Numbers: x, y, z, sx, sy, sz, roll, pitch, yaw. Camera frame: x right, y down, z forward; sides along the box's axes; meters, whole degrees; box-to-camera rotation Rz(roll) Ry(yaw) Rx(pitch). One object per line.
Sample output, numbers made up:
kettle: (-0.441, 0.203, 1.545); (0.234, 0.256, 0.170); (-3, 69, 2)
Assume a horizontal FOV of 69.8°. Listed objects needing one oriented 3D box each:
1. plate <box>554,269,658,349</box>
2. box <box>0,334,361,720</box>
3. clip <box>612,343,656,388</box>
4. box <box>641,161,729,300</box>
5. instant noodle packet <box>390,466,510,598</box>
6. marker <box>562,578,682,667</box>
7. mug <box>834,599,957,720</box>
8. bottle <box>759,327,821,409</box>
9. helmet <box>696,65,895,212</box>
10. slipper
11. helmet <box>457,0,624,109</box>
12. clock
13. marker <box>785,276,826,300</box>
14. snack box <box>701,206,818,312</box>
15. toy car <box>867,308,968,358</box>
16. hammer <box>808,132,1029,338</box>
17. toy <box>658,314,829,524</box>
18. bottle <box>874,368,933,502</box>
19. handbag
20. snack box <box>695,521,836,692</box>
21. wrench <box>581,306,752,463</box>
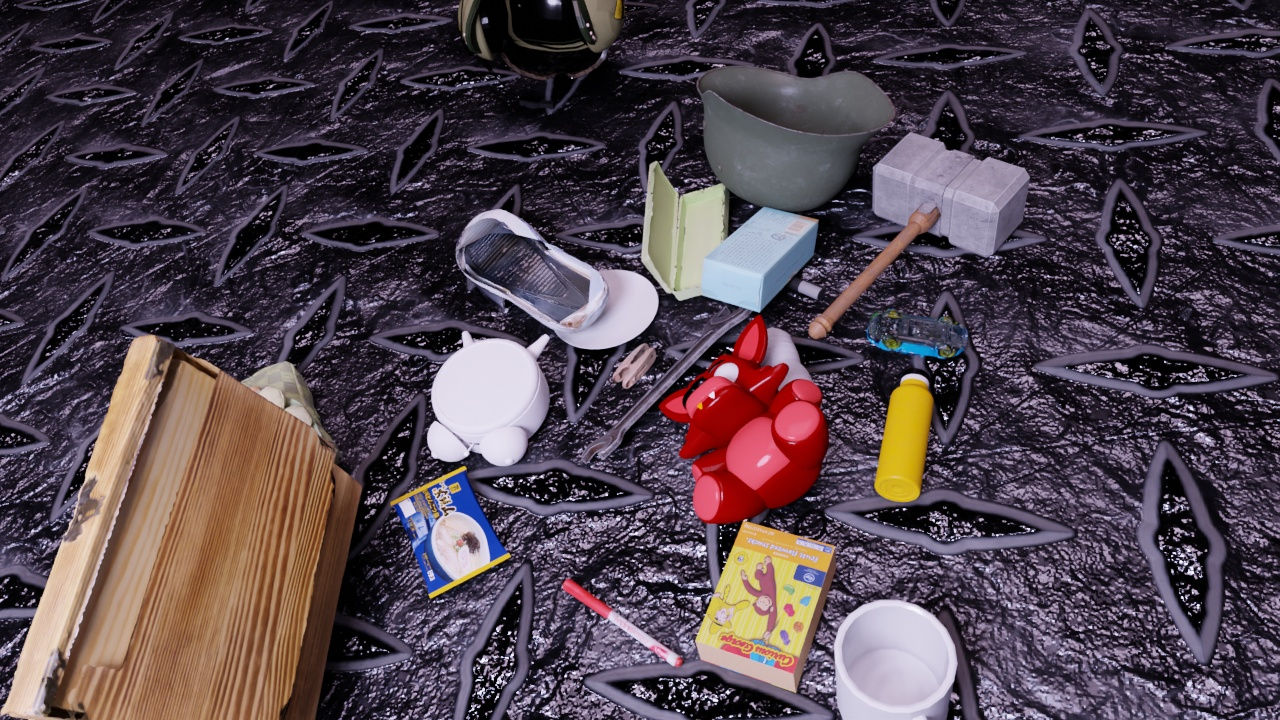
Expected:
plate: (-0.044, -0.061, 1.134); (0.134, 0.011, 0.134); (-7, 48, 8)
box: (-0.402, 0.176, 0.770); (0.287, 0.337, 0.278); (-2, 60, 9)
clip: (-0.004, 0.008, 1.055); (0.061, 0.026, 0.049); (-18, 49, 0)
box: (0.062, -0.170, 1.151); (0.082, 0.098, 0.187); (-15, 48, 22)
instant noodle packet: (-0.200, 0.175, 0.954); (0.087, 0.026, 0.134); (-26, 49, -14)
marker: (-0.018, 0.245, 0.858); (0.142, 0.013, 0.012); (27, 60, 31)
mug: (0.207, 0.266, 0.731); (0.091, 0.090, 0.121); (-16, 48, 0)
bottle: (0.161, 0.023, 0.987); (0.044, 0.044, 0.136); (-17, 48, -2)
helmet: (0.175, -0.281, 1.172); (0.226, 0.154, 0.267); (-16, 46, -27)
slipper: (-0.139, -0.106, 1.160); (0.264, 0.063, 0.111); (31, 73, 36)
helmet: (-0.139, -0.523, 1.384); (0.250, 0.256, 0.232); (0, 53, 12)
clock: (-0.167, 0.046, 1.040); (0.125, 0.073, 0.160); (3, 57, 16)
marker: (0.162, -0.106, 1.119); (0.140, 0.016, 0.016); (29, 61, 33)
snack box: (0.143, -0.123, 1.081); (0.075, 0.053, 0.174); (19, 37, 24)
toy car: (0.302, -0.026, 1.003); (0.105, 0.032, 0.048); (8, 51, 13)
hammer: (0.292, -0.127, 1.061); (0.163, 0.083, 0.316); (30, 62, 33)
toy: (0.100, 0.060, 0.923); (0.159, 0.120, 0.197); (-45, 42, 18)
bottle: (0.267, 0.070, 0.920); (0.043, 0.043, 0.143); (7, 52, 19)
handbag: (-0.425, 0.070, 1.041); (0.113, 0.117, 0.186); (-30, 52, -12)
snack box: (0.115, 0.219, 0.828); (0.088, 0.040, 0.125); (12, 53, 23)
wrench: (0.033, 0.019, 1.024); (0.272, 0.010, 0.070); (-45, 17, -22)
